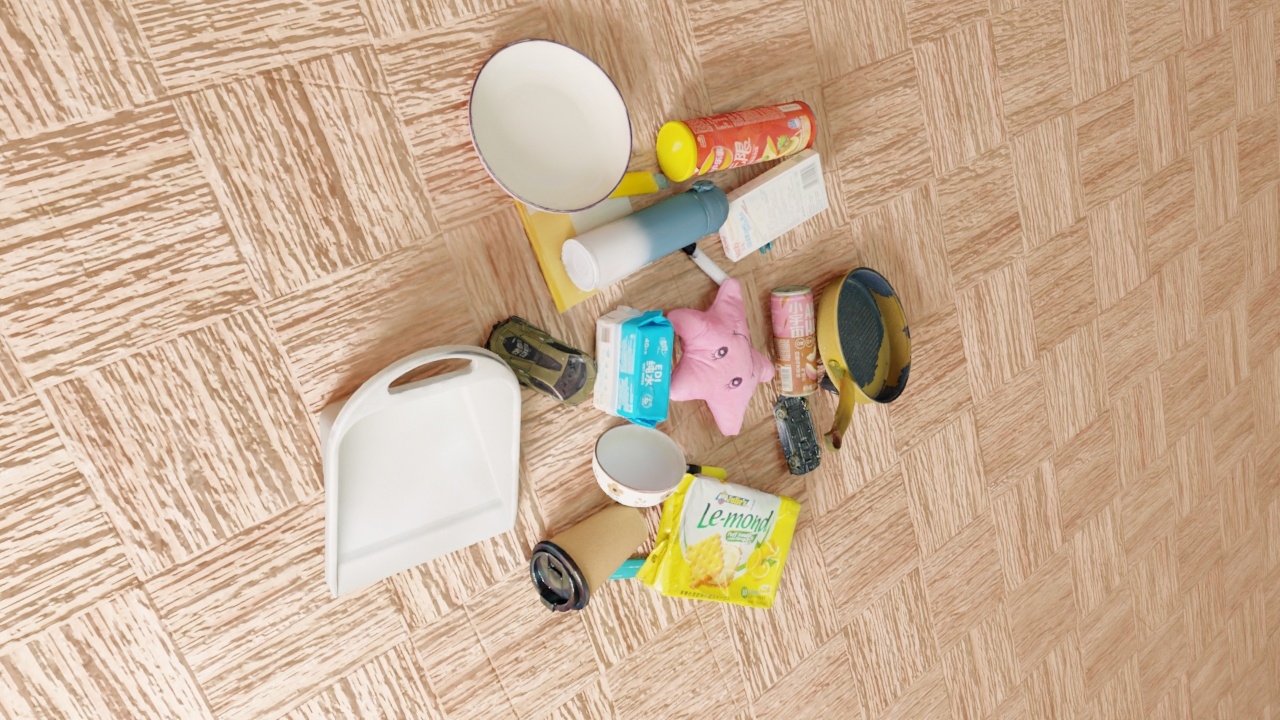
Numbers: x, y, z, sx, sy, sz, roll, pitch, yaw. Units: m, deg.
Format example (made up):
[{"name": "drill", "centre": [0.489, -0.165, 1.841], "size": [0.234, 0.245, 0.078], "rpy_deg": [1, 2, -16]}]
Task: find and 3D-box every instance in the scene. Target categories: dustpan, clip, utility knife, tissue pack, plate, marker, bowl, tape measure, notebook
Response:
[{"name": "dustpan", "centre": [-0.215, 0.107, 0.933], "size": [0.222, 0.143, 0.258], "rpy_deg": [-17, 105, -32]}, {"name": "clip", "centre": [0.164, -0.171, 1.234], "size": [0.046, 0.014, 0.057], "rpy_deg": [-28, 115, -28]}, {"name": "utility knife", "centre": [-0.035, -0.201, 1.074], "size": [0.173, 0.015, 0.033], "rpy_deg": [-13, 103, -34]}, {"name": "tissue pack", "centre": [-0.006, 0.006, 1.094], "size": [0.063, 0.090, 0.140], "rpy_deg": [-2, 99, -36]}, {"name": "plate", "centre": [-0.101, -0.251, 1.002], "size": [0.192, 0.039, 0.192], "rpy_deg": [4, 82, -29]}, {"name": "marker", "centre": [0.088, -0.124, 1.184], "size": [0.130, 0.018, 0.022], "rpy_deg": [38, 89, -32]}, {"name": "bowl", "centre": [-0.007, 0.136, 1.116], "size": [0.113, 0.113, 0.062], "rpy_deg": [-14, 139, -33]}, {"name": "utility knife", "centre": [-0.013, 0.269, 1.178], "size": [0.160, 0.013, 0.029], "rpy_deg": [7, 95, -38]}, {"name": "marker", "centre": [0.062, 0.145, 1.211], "size": [0.124, 0.015, 0.018], "rpy_deg": [11, 90, -33]}, {"name": "tape measure", "centre": [0.303, 0.021, 1.349], "size": [0.066, 0.034, 0.065], "rpy_deg": [21, 86, -35]}, {"name": "notebook", "centre": [-0.074, -0.178, 1.067], "size": [0.145, 0.010, 0.206], "rpy_deg": [-32, 114, -29]}]

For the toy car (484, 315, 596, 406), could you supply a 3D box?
[{"name": "toy car", "centre": [-0.110, 0.003, 1.053], "size": [0.158, 0.042, 0.070], "rpy_deg": [27, 82, -38]}]

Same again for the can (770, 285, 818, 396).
[{"name": "can", "centre": [0.212, -0.027, 1.262], "size": [0.057, 0.058, 0.147], "rpy_deg": [-15, 105, -33]}]

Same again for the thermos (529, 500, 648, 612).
[{"name": "thermos", "centre": [-0.060, 0.230, 1.097], "size": [0.142, 0.093, 0.093], "rpy_deg": [-32, 114, -37]}]

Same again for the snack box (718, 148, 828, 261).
[{"name": "snack box", "centre": [0.170, -0.202, 1.192], "size": [0.156, 0.027, 0.085], "rpy_deg": [-31, 129, -12]}]

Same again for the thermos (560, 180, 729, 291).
[{"name": "thermos", "centre": [0.012, -0.152, 1.086], "size": [0.219, 0.070, 0.070], "rpy_deg": [-29, 113, -30]}]

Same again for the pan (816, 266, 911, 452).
[{"name": "pan", "centre": [0.295, 0.009, 1.251], "size": [0.198, 0.078, 0.356], "rpy_deg": [58, 47, -19]}]

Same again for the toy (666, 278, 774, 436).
[{"name": "toy", "centre": [0.096, 0.009, 1.175], "size": [0.178, 0.075, 0.195], "rpy_deg": [-35, 113, -30]}]

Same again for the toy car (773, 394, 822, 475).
[{"name": "toy car", "centre": [0.220, 0.103, 1.303], "size": [0.054, 0.037, 0.120], "rpy_deg": [-18, 97, -31]}]

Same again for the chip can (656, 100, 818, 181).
[{"name": "chip can", "centre": [0.124, -0.280, 1.154], "size": [0.216, 0.073, 0.073], "rpy_deg": [-20, 108, -32]}]

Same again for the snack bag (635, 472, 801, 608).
[{"name": "snack bag", "centre": [0.105, 0.237, 1.215], "size": [0.246, 0.068, 0.158], "rpy_deg": [20, 85, -40]}]
